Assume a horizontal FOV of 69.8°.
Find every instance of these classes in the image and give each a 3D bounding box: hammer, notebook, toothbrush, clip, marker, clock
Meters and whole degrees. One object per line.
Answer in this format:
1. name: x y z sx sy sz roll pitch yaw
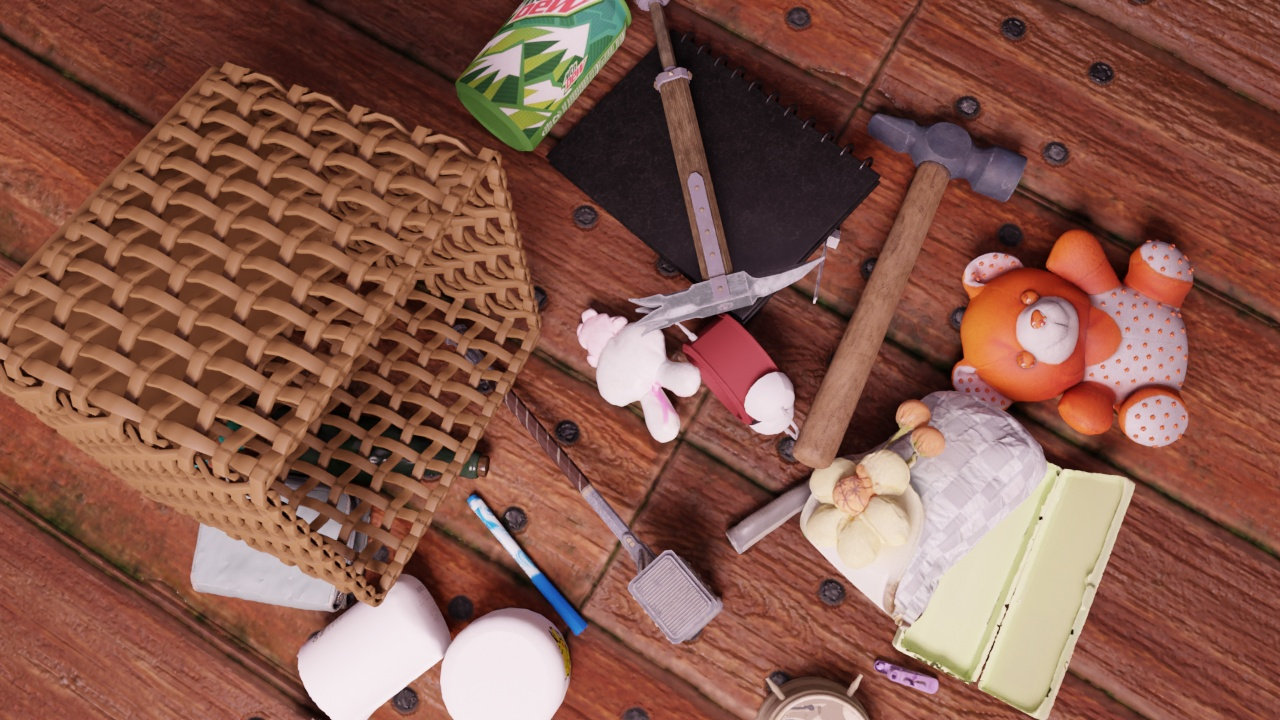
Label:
1. hammer: 0.191 -0.059 0.719 0.129 0.040 0.321 25 70 9
2. notebook: 0.058 -0.161 0.759 0.231 0.019 0.169 42 85 21
3. toothbrush: 0.142 -0.074 0.697 0.010 0.181 0.010 21 117 5
4. clip: 0.204 0.245 0.717 0.050 0.045 0.014 24 81 -38
5. hammer: -0.059 0.083 0.726 0.044 0.098 0.322 -41 74 -4
6. toothbrush: 0.151 0.096 0.739 0.185 0.022 0.024 -32 115 -4
7. marker: -0.093 0.164 0.743 0.013 0.013 0.142 -41 82 -4
8. hammer: 0.040 -0.184 0.741 0.147 0.028 0.316 -15 69 10
9. clock: 0.134 0.309 0.690 0.093 0.054 0.140 -3 79 2
10. clock: 0.081 0.014 0.720 0.044 0.087 0.124 -40 72 -3

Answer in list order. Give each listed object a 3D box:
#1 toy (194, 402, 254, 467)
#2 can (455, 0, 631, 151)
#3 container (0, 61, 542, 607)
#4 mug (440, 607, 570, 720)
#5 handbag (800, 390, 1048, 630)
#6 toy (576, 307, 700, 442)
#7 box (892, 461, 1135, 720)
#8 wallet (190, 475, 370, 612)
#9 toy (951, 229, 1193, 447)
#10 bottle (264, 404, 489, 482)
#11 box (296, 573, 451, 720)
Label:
1. toy: -0.386 -0.006 0.756 0.130 0.072 0.193 -25 90 -2
2. can: -0.080 -0.255 0.769 0.083 0.083 0.144 38 85 7
3. container: -0.232 -0.016 0.626 0.214 0.220 0.251 21 63 14
4. mug: -0.099 0.249 0.701 0.094 0.068 0.115 -18 81 0
5. handbag: 0.205 0.092 0.678 0.171 0.123 0.112 -45 40 -2
6. toy: -0.004 0.004 0.744 0.125 0.037 0.076 40 114 27
7. box: 0.286 0.162 0.704 0.134 0.061 0.188 16 79 44
8. wallet: -0.287 0.143 0.734 0.132 0.054 0.100 8 80 6
9. toy: 0.336 -0.019 0.712 0.172 0.093 0.163 6 83 5
10. bottle: -0.208 0.074 0.741 0.174 0.055 0.055 8 82 3
11. box: -0.219 0.242 0.704 0.160 0.081 0.091 -35 90 -1
